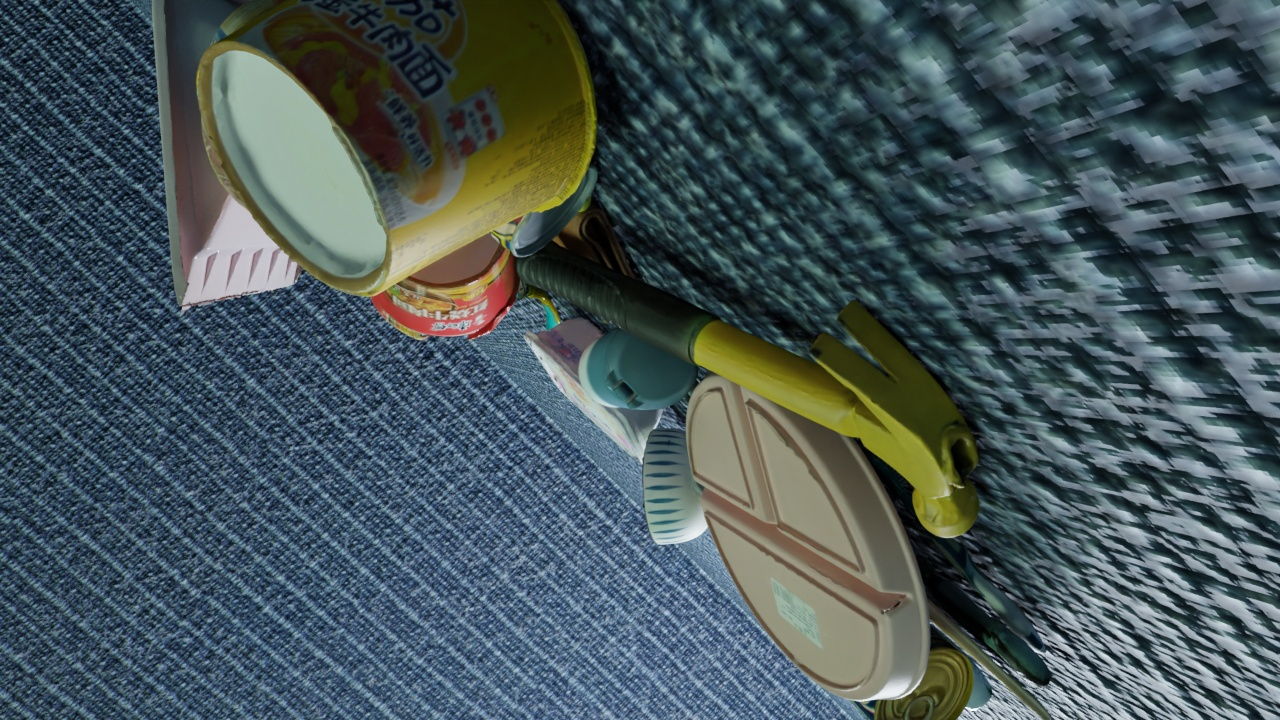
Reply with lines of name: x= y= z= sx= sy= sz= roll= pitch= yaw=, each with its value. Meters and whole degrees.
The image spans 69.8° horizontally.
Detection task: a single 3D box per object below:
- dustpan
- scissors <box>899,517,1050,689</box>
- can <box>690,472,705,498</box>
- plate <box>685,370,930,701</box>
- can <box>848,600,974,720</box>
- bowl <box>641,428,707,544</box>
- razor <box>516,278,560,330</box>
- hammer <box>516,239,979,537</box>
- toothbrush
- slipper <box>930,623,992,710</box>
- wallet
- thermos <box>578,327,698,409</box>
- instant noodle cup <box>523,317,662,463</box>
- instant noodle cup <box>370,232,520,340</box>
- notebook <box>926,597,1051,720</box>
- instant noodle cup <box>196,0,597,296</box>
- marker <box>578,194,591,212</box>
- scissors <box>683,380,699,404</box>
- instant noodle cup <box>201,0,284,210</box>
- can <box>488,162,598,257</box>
dustpan: x=-0.336 y=-0.195 z=0.750 sx=0.139 sy=0.273 sz=0.222 roll=26 pitch=-174 yaw=-3
scissors: x=0.186 y=0.140 z=0.557 sx=0.181 sy=0.019 sz=0.170 roll=45 pitch=178 yaw=40
can: x=0.091 y=0.127 z=0.834 sx=0.058 sy=0.058 sz=0.116 roll=36 pitch=168 yaw=42
plate: x=0.090 y=0.106 z=0.569 sx=0.229 sy=0.028 sz=0.230 roll=52 pitch=156 yaw=36
can: x=0.161 y=0.197 z=0.630 sx=0.075 sy=0.075 sz=0.111 roll=50 pitch=176 yaw=-30
bowl: x=0.048 y=0.125 z=0.919 sx=0.066 sy=0.116 sz=0.116 roll=-4 pitch=152 yaw=15
razor: x=-0.104 y=-0.052 z=0.974 sx=0.133 sy=0.028 sz=0.043 roll=65 pitch=-179 yaw=-57
hammer: x=0.035 y=-0.011 z=0.479 sx=0.301 sy=0.032 sz=0.129 roll=27 pitch=159 yaw=41
toothbrush: x=0.183 y=0.110 z=0.516 sx=0.191 sy=0.018 sz=0.016 roll=46 pitch=171 yaw=-23
slipper: x=0.165 y=0.206 z=0.745 sx=0.245 sy=0.074 sz=0.104 roll=35 pitch=180 yaw=16
wallet: x=-0.057 y=-0.089 z=0.623 sx=0.131 sy=0.035 sz=0.119 roll=38 pitch=162 yaw=34
thermos: x=-0.004 y=0.004 z=0.676 sx=0.070 sy=0.070 sz=0.220 roll=45 pitch=172 yaw=-5
instant noodle cup: x=-0.036 y=0.024 z=0.925 sx=0.138 sy=0.060 sz=0.173 roll=41 pitch=171 yaw=21
instant noodle cup: x=-0.167 y=-0.096 z=0.772 sx=0.138 sy=0.137 sz=0.109 roll=44 pitch=162 yaw=3
notebook: x=0.182 y=0.157 z=0.629 sx=0.149 sy=0.012 sz=0.211 roll=43 pitch=180 yaw=3
instant noodle cup: x=-0.105 y=-0.101 z=0.387 sx=0.138 sy=0.109 sz=0.138 roll=27 pitch=140 yaw=25
marker: x=-0.075 y=-0.133 z=0.541 sx=0.124 sy=0.018 sz=0.015 roll=44 pitch=169 yaw=8
scissors: x=0.079 y=0.065 z=0.720 sx=0.175 sy=0.014 sz=0.159 roll=45 pitch=168 yaw=18
instant noodle cup: x=-0.216 y=-0.171 z=0.609 sx=0.111 sy=0.151 sz=0.151 roll=47 pitch=175 yaw=47
can: x=-0.078 y=-0.111 z=0.499 sx=0.094 sy=0.066 sz=0.066 roll=44 pitch=171 yaw=7
